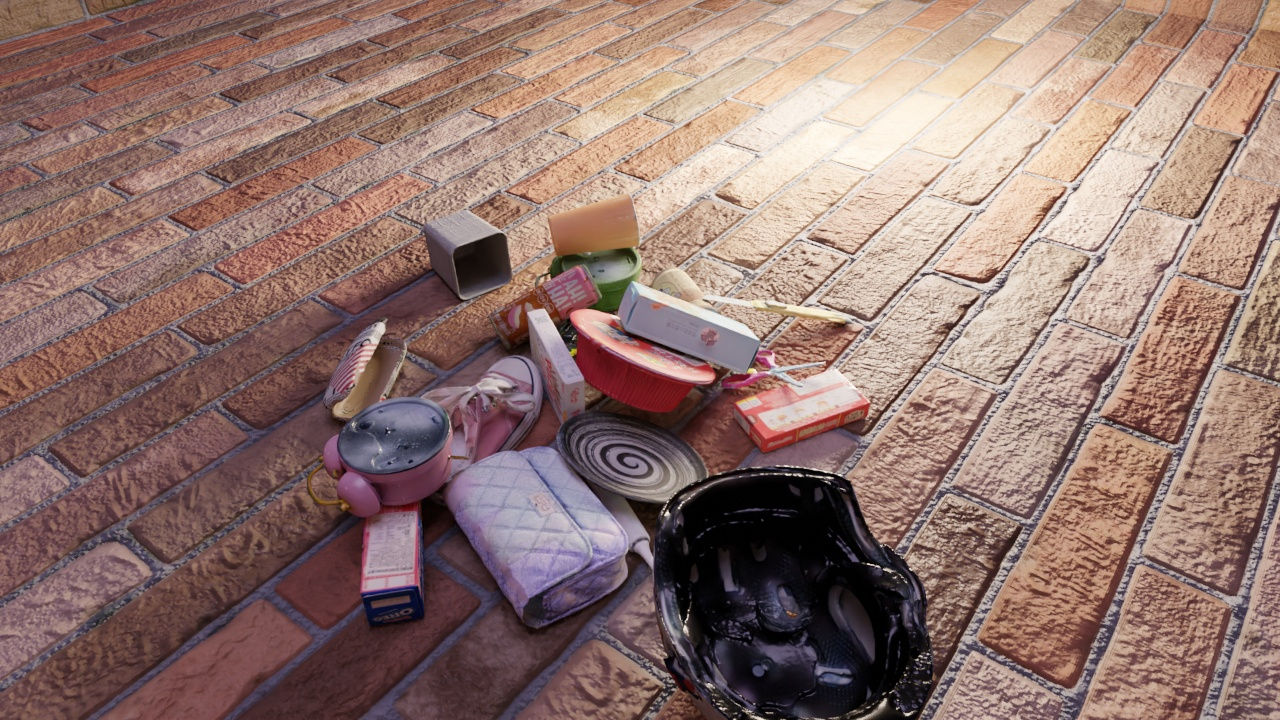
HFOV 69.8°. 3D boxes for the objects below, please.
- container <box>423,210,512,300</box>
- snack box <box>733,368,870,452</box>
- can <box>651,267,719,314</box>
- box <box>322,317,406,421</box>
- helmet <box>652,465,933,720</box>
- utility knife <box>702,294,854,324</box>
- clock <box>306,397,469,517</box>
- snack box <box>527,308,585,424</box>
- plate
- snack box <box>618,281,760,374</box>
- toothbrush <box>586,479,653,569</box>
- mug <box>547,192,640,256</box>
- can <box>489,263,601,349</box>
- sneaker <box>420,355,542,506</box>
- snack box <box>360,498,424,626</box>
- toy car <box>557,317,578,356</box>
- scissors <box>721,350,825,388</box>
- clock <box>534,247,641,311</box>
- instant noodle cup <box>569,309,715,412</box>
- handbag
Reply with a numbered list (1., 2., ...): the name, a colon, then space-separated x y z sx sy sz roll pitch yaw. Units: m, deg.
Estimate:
1. container: -0.260 -0.162 1.365 0.090 0.090 0.114 -24 41 -27
2. snack box: 0.197 0.060 1.125 0.152 0.025 0.075 -17 42 -19
3. can: 0.062 -0.078 1.274 0.058 0.059 0.116 -15 41 -17
4. box: -0.348 0.020 1.177 0.075 0.083 0.163 -29 32 25
5. helmet: 0.118 0.233 0.808 0.229 0.157 0.273 -12 51 -16
6. utility knife: 0.189 -0.070 1.264 0.220 0.022 0.031 4 25 -10
7. clock: -0.270 0.104 0.960 0.158 0.060 0.117 -22 42 -23
8. snack box: -0.106 0.012 1.145 0.026 0.085 0.156 -13 40 -17
9. plate: -0.011 0.114 1.034 0.179 0.024 0.179 17 23 -8
10. snack box: 0.061 -0.042 1.164 0.174 0.052 0.074 20 14 -15
11. toothbrush: -0.013 0.177 0.984 0.026 0.026 0.221 -45 45 7
12. mug: -0.068 -0.191 1.320 0.122 0.078 0.078 -12 40 -5
13. can: -0.129 -0.072 1.240 0.147 0.058 0.058 -29 44 -4
14. sneaker: -0.184 0.061 1.082 0.118 0.088 0.240 11 41 15
15. snack box: -0.259 0.178 0.963 0.058 0.057 0.207 -5 38 -9
16. toy car: -0.086 -0.033 1.243 0.048 0.032 0.105 4 27 15
17. scissors: 0.170 0.011 1.176 0.133 0.017 0.130 -10 24 14
18. clock: -0.073 -0.120 1.332 0.161 0.056 0.116 -7 38 -8
19. instant noodle cup: -0.007 0.007 1.122 0.194 0.066 0.193 21 15 -6
20. handbag: -0.108 0.172 0.952 0.134 0.076 0.194 -22 43 -27
